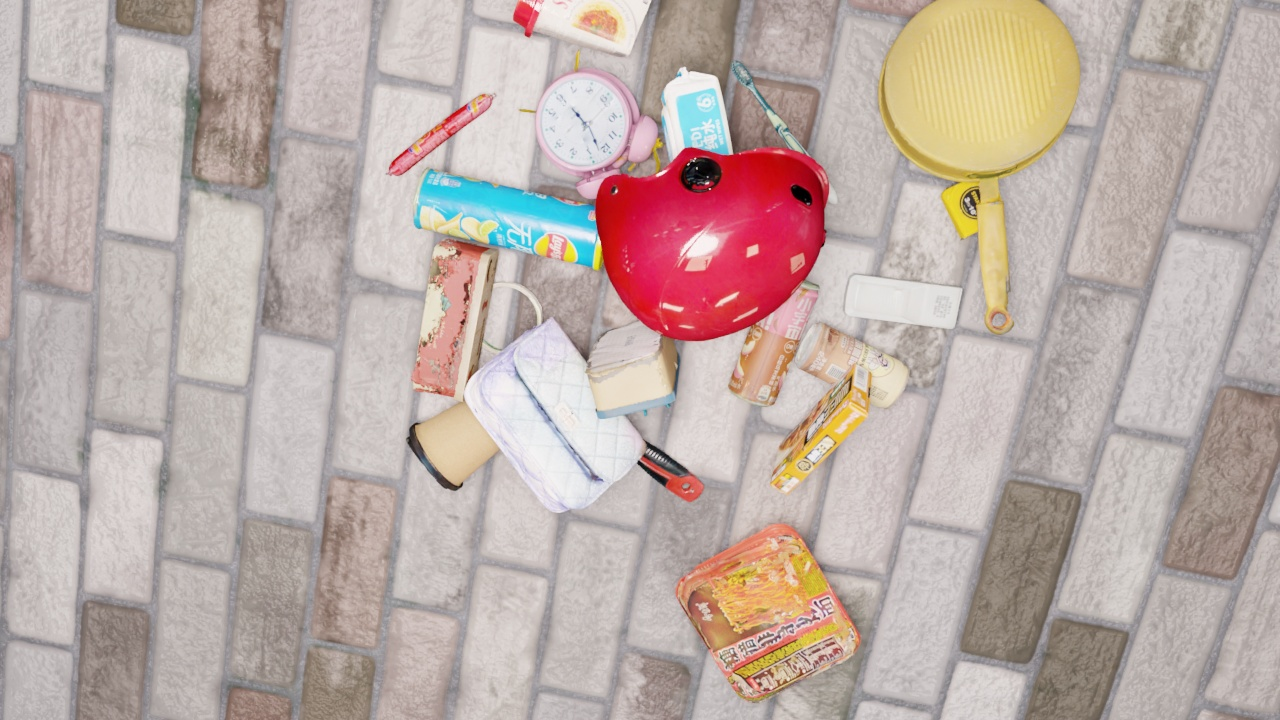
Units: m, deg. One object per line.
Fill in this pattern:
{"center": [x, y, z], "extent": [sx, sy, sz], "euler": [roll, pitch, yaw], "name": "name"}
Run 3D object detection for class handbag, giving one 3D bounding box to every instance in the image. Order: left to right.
{"center": [-0.090, 0.064, 1.011], "extent": [0.133, 0.076, 0.194], "euler": [-44, 104, -33], "name": "handbag"}

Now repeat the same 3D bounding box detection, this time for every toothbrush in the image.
{"center": [0.159, -0.249, 1.003], "extent": [0.016, 0.018, 0.191], "euler": [-37, 97, 9], "name": "toothbrush"}

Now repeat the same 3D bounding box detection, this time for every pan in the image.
{"center": [0.360, -0.206, 0.960], "extent": [0.198, 0.078, 0.357], "euler": [-7, 87, 11], "name": "pan"}

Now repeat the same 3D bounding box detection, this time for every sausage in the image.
{"center": [-0.225, -0.253, 1.027], "extent": [0.156, 0.020, 0.020], "euler": [-34, 98, 9], "name": "sausage"}

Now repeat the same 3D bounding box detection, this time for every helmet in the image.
{"center": [0.078, -0.102, 0.921], "extent": [0.240, 0.207, 0.143], "euler": [-13, 60, 18], "name": "helmet"}

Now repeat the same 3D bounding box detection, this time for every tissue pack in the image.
{"center": [0.059, -0.237, 0.975], "extent": [0.063, 0.090, 0.140], "euler": [-12, 101, 1], "name": "tissue pack"}

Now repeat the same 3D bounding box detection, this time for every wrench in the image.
{"center": [-0.034, 0.075, 1.079], "extent": [0.273, 0.016, 0.056], "euler": [42, 103, -9], "name": "wrench"}

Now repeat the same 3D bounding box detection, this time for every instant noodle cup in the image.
{"center": [-0.057, -0.375, 0.950], "extent": [0.124, 0.116, 0.116], "euler": [21, 102, -14], "name": "instant noodle cup"}
{"center": [0.147, 0.291, 1.085], "extent": [0.165, 0.079, 0.189], "euler": [-29, 99, 9], "name": "instant noodle cup"}

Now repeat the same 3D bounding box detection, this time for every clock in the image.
{"center": [-0.046, -0.243, 0.997], "extent": [0.117, 0.059, 0.158], "euler": [-42, 98, 11], "name": "clock"}

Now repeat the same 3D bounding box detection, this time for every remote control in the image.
{"center": [0.293, -0.066, 1.029], "extent": [0.125, 0.024, 0.049], "euler": [7, 102, 2], "name": "remote control"}

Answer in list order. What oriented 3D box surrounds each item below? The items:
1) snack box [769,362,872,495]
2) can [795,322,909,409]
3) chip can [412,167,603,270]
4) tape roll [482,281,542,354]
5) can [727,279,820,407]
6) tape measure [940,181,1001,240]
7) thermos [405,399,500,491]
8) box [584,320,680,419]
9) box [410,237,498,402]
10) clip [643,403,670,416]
{"center": [0.198, 0.077, 1.008], "extent": [0.026, 0.075, 0.154], "euler": [31, 129, -5], "name": "snack box"}
{"center": [0.237, 0.006, 1.030], "extent": [0.116, 0.058, 0.058], "euler": [26, 102, -2], "name": "can"}
{"center": [-0.140, -0.157, 1.014], "extent": [0.210, 0.071, 0.071], "euler": [13, 102, 1], "name": "chip can"}
{"center": [-0.157, -0.049, 1.067], "extent": [0.086, 0.014, 0.086], "euler": [1, 102, 4], "name": "tape roll"}
{"center": [0.149, -0.024, 1.030], "extent": [0.058, 0.058, 0.147], "euler": [20, 102, -1], "name": "can"}
{"center": [0.361, -0.169, 1.000], "extent": [0.057, 0.029, 0.060], "euler": [-27, 91, 8], "name": "tape measure"}
{"center": [-0.197, 0.083, 1.064], "extent": [0.143, 0.093, 0.093], "euler": [-36, 97, 1], "name": "thermos"}
{"center": [-0.006, 0.006, 0.983], "extent": [0.090, 0.184, 0.060], "euler": [-14, 106, 10], "name": "box"}
{"center": [-0.213, -0.047, 1.016], "extent": [0.076, 0.091, 0.168], "euler": [12, 102, -2], "name": "box"}
{"center": [0.010, 0.036, 1.074], "extent": [0.033, 0.013, 0.054], "euler": [-22, 99, 7], "name": "clip"}
